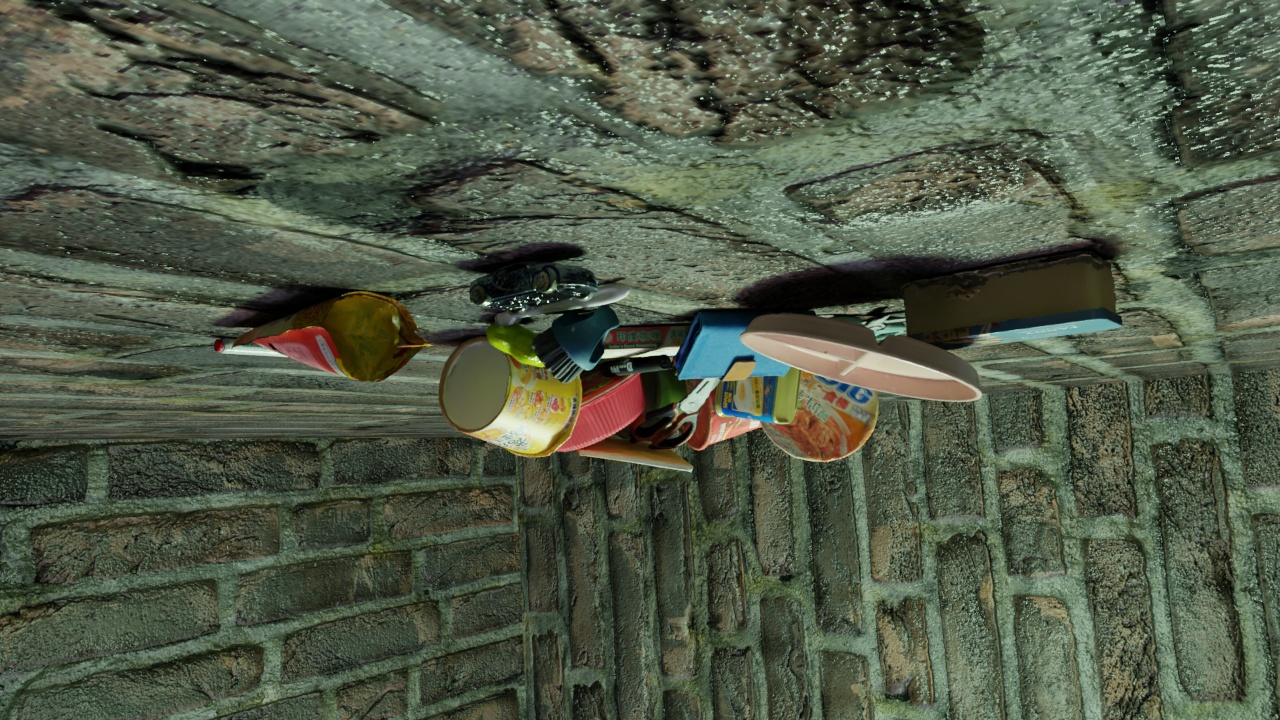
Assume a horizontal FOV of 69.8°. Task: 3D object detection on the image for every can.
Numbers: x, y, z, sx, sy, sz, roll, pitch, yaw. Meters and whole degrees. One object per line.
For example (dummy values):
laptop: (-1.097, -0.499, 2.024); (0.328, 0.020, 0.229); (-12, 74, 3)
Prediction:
can: (0.142, 0.023, 1.091); (0.083, 0.102, 0.057); (8, -177, 40)

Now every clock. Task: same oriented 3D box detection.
clock: (0.000, 0.052, 1.263); (0.056, 0.116, 0.162); (9, 172, -38)

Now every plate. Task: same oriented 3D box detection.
plate: (0.208, -0.003, 0.873); (0.229, 0.028, 0.229); (16, 174, 2)

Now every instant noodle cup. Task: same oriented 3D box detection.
instant noodle cup: (0.115, 0.047, 1.260); (0.108, 0.138, 0.138); (-10, 176, -19)
instant noodle cup: (0.231, 0.040, 1.157); (0.152, 0.151, 0.111); (-6, -169, 24)
instant noodle cup: (-0.064, 0.056, 1.163); (0.194, 0.066, 0.193); (-25, -167, 6)
instant noodle cup: (-0.152, 0.036, 1.041); (0.138, 0.138, 0.109); (-7, 165, 32)

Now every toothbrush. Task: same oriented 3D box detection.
toothbrush: (-0.071, -0.048, 0.817); (0.016, 0.016, 0.181); (-8, 179, -45)

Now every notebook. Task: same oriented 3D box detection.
notebook: (-0.019, 0.118, 1.230); (0.146, 0.010, 0.206); (9, -179, -9)

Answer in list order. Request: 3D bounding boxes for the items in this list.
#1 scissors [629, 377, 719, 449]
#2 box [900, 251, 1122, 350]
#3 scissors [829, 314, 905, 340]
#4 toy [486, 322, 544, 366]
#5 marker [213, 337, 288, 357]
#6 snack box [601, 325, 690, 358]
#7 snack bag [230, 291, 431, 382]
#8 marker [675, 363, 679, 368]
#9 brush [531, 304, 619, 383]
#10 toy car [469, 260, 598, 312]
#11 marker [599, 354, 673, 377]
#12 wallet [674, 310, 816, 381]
scissors: (0.042, 0.055, 1.121); (0.182, 0.015, 0.209); (-9, 147, 13)
box: (0.329, -0.050, 0.808); (0.185, 0.063, 0.089); (-7, 173, 40)
scissors: (0.240, -0.036, 1.069); (0.175, 0.019, 0.170); (-6, 172, 14)
toy: (-0.118, -0.017, 0.906); (0.100, 0.031, 0.096); (26, -177, 38)
marker: (-0.378, -0.011, 0.971); (0.017, 0.017, 0.145); (-8, 172, 37)
snack box: (0.021, -0.021, 1.045); (0.155, 0.027, 0.077); (-2, 174, -9)
snack bag: (-0.277, -0.015, 0.821); (0.128, 0.073, 0.208); (7, 174, -37)
marker: (0.051, -0.002, 1.141); (0.017, 0.017, 0.145); (-4, -175, 2)
brush: (-0.053, -0.022, 0.842); (0.073, 0.055, 0.143); (-37, -176, 7)
toy car: (-0.078, -0.056, 0.672); (0.106, 0.031, 0.048); (-6, 174, 35)
marker: (-0.006, 0.006, 1.049); (0.022, 0.020, 0.132); (14, 169, -30)
wallet: (0.111, -0.016, 0.982); (0.133, 0.040, 0.107); (-1, 147, -17)
